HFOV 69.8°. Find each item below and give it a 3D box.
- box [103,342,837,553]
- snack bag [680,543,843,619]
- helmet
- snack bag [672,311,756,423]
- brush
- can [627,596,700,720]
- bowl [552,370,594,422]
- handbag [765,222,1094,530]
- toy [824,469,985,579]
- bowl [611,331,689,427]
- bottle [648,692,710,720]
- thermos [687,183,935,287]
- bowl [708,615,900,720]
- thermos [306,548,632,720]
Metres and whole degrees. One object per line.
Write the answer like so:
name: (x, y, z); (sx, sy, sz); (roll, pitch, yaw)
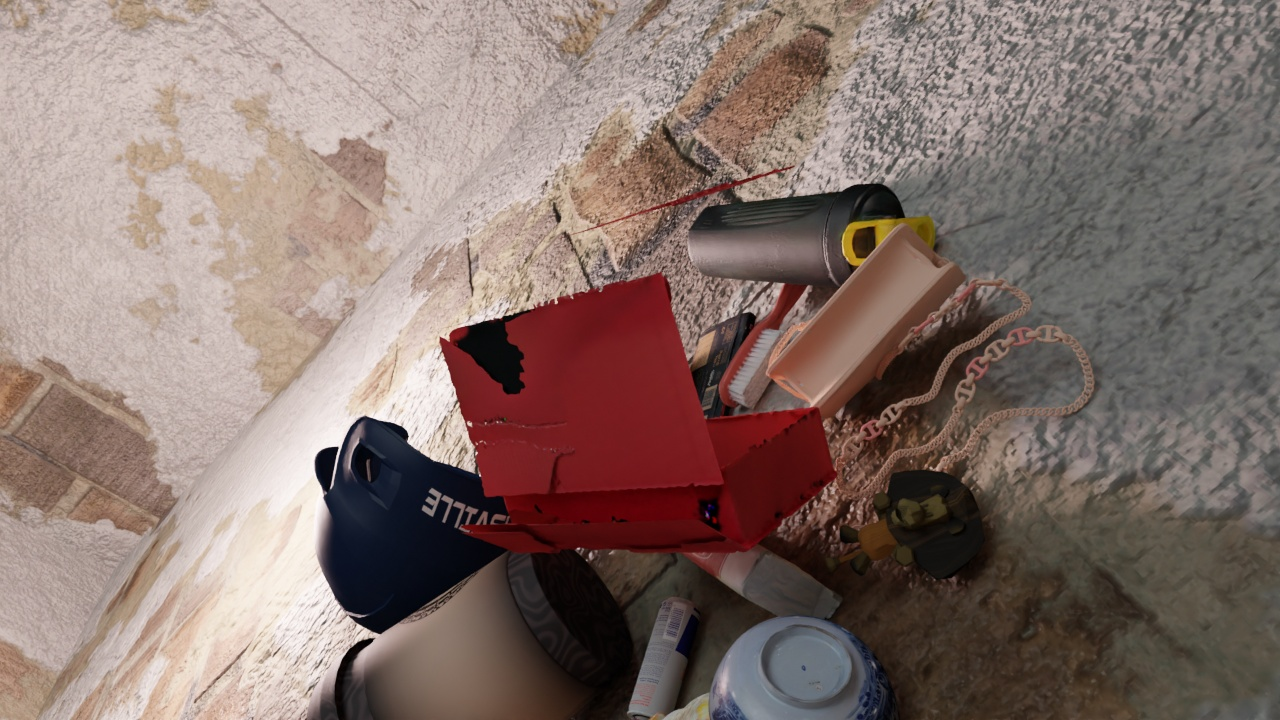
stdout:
box: (-0.069, 0.067, 0.554); (0.212, 0.409, 0.107); (-9, 75, 41)
snack bag: (0.054, 0.141, 0.708); (0.041, 0.077, 0.225); (-58, 26, -5)
helmet: (-0.221, 0.164, 0.933); (0.272, 0.232, 0.223); (39, 108, 48)
snack bag: (0.070, 0.019, 0.916); (0.075, 0.018, 0.154); (-24, 35, 45)
brush: (0.129, -0.027, 0.869); (0.030, 0.041, 0.172); (12, 62, 43)
can: (0.019, 0.229, 0.698); (0.032, 0.032, 0.095); (-22, 37, 45)
bowl: (-0.090, 0.069, 1.096); (0.119, 0.032, 0.119); (-38, 28, 24)
handbag: (0.202, 0.021, 0.683); (0.199, 0.116, 0.187); (-49, 66, 15)
toy: (0.164, 0.109, 0.581); (0.100, 0.062, 0.076); (-24, 50, 12)
bowl: (0.014, 0.027, 0.936); (0.105, 0.054, 0.105); (-159, 92, -83)
bottle: (0.049, 0.245, 0.590); (0.109, 0.063, 0.063); (-21, 38, 44)
thermos: (0.145, -0.109, 0.837); (0.221, 0.098, 0.098); (8, 60, 45)
bowl: (0.096, 0.190, 0.535); (0.114, 0.045, 0.114); (-3, 36, 2)
thermos: (-0.134, 0.262, 0.761); (0.226, 0.172, 0.172); (-39, 27, 10)
